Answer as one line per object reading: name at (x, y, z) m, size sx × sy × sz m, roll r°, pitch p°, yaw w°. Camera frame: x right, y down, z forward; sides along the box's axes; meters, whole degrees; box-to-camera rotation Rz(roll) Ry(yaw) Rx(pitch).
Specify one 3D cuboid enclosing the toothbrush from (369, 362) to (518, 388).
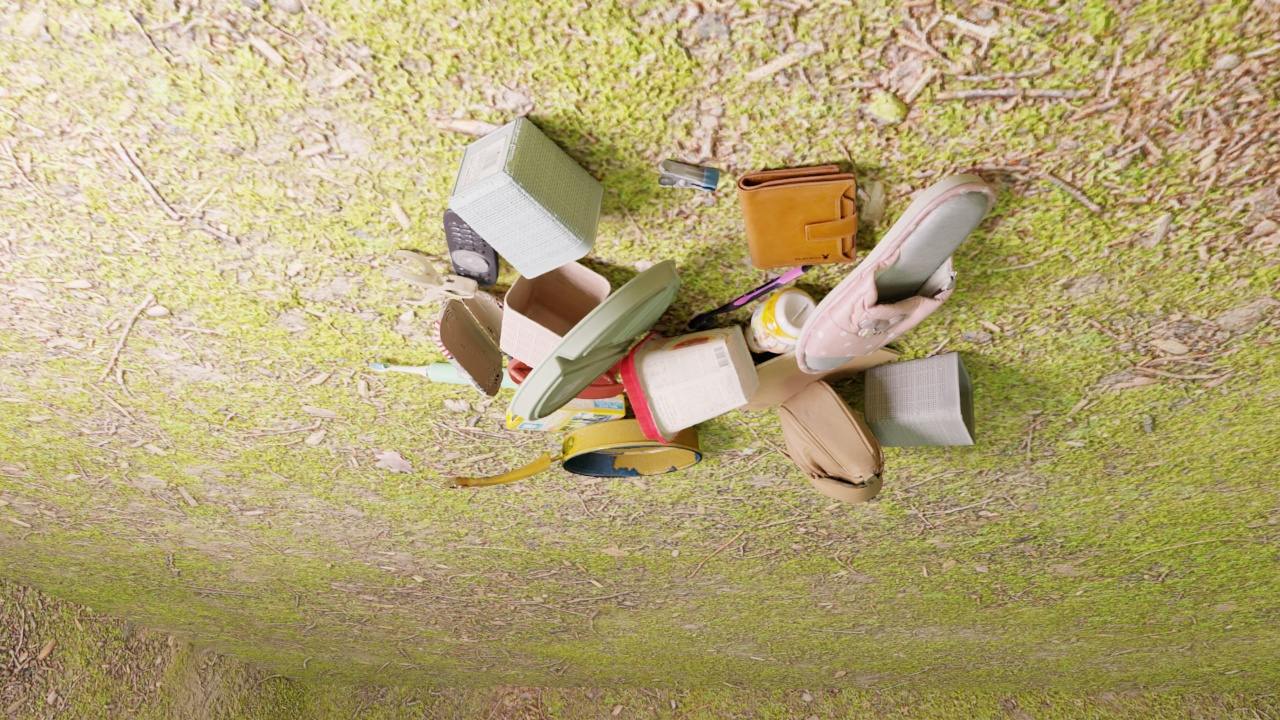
toothbrush at (-0.241, 0.016, 1.196) m, size 0.224 × 0.026 × 0.027 m, roll 5°, pitch 170°, yaw 1°

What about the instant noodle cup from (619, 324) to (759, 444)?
instant noodle cup at (0.059, 0.019, 1.028) m, size 0.124 × 0.116 × 0.116 m, roll -16°, pitch 101°, yaw 24°

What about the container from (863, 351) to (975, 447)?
container at (0.335, 0.051, 1.107) m, size 0.114 × 0.090 × 0.090 m, roll -8°, pitch 146°, yaw 28°

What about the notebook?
notebook at (0.184, 0.019, 1.098) m, size 0.212 × 0.012 × 0.149 m, roll -26°, pitch 155°, yaw 37°

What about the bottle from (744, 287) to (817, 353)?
bottle at (0.151, -0.038, 1.008) m, size 0.063 × 0.063 × 0.109 m, roll 14°, pitch 163°, yaw -14°

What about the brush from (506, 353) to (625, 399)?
brush at (-0.088, 0.013, 1.079) m, size 0.145 × 0.069 × 0.063 m, roll 3°, pitch 135°, yaw -34°

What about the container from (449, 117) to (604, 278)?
container at (-0.105, -0.149, 0.837) m, size 0.090 × 0.090 × 0.111 m, roll -18°, pitch 139°, yaw 34°

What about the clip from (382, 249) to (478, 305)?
clip at (-0.231, -0.083, 1.006) m, size 0.099 × 0.035 × 0.098 m, roll 23°, pitch 151°, yaw -11°

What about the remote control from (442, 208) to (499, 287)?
remote control at (-0.174, -0.121, 0.954) m, size 0.053 × 0.024 × 0.137 m, roll 10°, pitch 153°, yaw 2°

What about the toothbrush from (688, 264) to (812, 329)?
toothbrush at (0.118, -0.067, 1.001) m, size 0.017 × 0.014 × 0.190 m, roll 15°, pitch 153°, yaw -35°

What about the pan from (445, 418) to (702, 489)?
pan at (-0.086, 0.138, 1.254) m, size 0.357 × 0.078 × 0.198 m, roll 4°, pitch 159°, yaw -21°

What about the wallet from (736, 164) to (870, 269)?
wallet at (0.159, -0.135, 0.876) m, size 0.119 × 0.035 × 0.131 m, roll 0°, pitch 152°, yaw 14°

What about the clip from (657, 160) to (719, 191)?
clip at (0.044, -0.167, 0.844) m, size 0.057 × 0.024 × 0.028 m, roll 7°, pitch 146°, yaw 4°

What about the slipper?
slipper at (0.246, -0.066, 0.893) m, size 0.114 × 0.054 × 0.275 m, roll 1°, pitch 141°, yaw -32°

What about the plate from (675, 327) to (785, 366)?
plate at (0.104, 0.015, 1.140) m, size 0.179 × 0.024 × 0.180 m, roll 4°, pitch 149°, yaw 2°

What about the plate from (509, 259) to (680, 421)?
plate at (-0.041, -0.016, 0.946) m, size 0.027 × 0.229 × 0.231 m, roll 47°, pitch 146°, yaw 7°

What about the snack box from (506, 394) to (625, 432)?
snack box at (-0.100, 0.069, 1.226) m, size 0.140 × 0.033 × 0.087 m, roll 8°, pitch 155°, yaw -24°

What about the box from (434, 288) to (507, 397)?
box at (-0.177, -0.016, 1.075) m, size 0.075 × 0.085 × 0.162 m, roll 21°, pitch 161°, yaw 26°

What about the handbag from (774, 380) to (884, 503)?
handbag at (0.231, 0.108, 1.127) m, size 0.100 × 0.147 × 0.204 m, roll -39°, pitch 159°, yaw 1°

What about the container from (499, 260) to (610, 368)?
container at (-0.097, -0.046, 0.994) m, size 0.090 × 0.090 × 0.111 m, roll 29°, pitch 151°, yaw 0°

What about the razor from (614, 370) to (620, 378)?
razor at (-0.007, 0.007, 1.138) m, size 0.143 × 0.022 × 0.043 m, roll -7°, pitch 121°, yaw 33°
